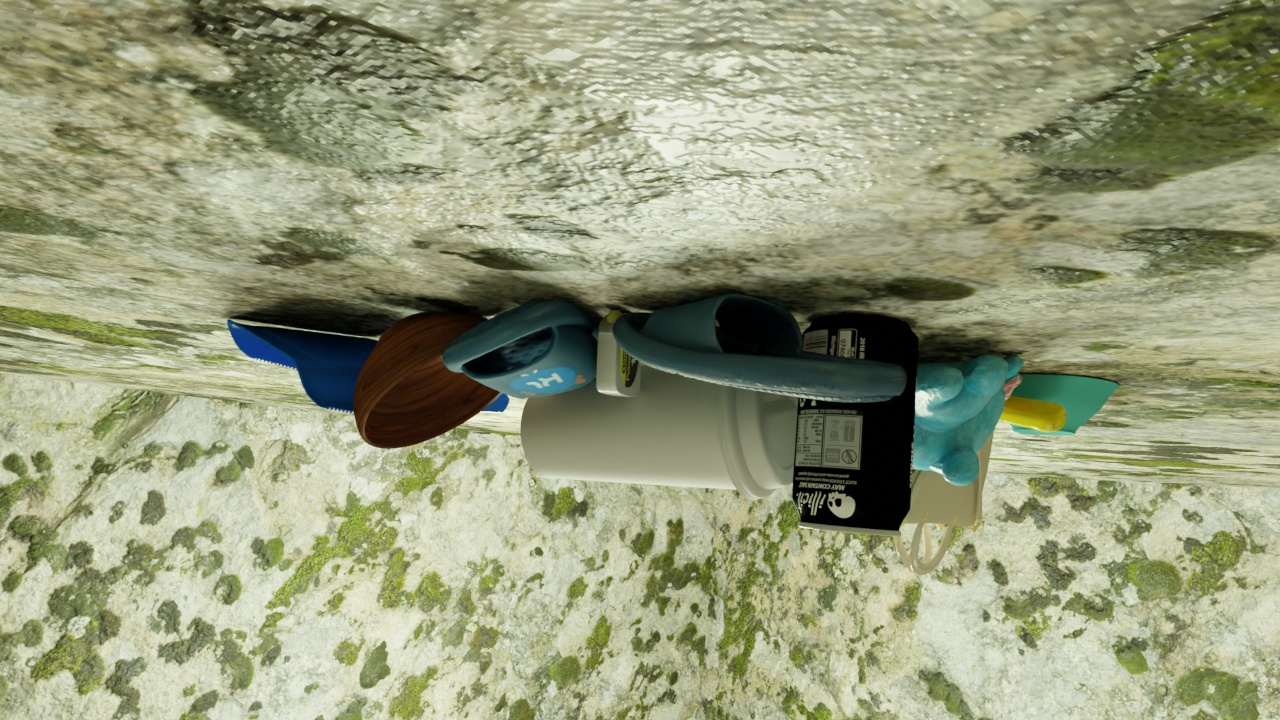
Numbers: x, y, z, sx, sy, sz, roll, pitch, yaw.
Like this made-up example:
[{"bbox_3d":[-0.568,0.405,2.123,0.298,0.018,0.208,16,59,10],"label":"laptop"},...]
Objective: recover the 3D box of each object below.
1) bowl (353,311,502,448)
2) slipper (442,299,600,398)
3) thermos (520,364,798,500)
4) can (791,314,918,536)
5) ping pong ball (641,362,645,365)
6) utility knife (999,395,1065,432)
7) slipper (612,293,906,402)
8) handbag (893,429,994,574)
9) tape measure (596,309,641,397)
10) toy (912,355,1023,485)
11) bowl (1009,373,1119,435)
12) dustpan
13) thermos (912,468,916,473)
[{"bbox_3d":[-0.177,0.003,0.760,0.147,0.069,0.147,-31,161,-12],"label":"bowl"},{"bbox_3d":[-0.075,0.000,0.699,0.104,0.059,0.213,-19,170,15],"label":"slipper"},{"bbox_3d":[0.014,0.053,0.768,0.222,0.131,0.131,-7,168,27],"label":"thermos"},{"bbox_3d":[0.150,0.046,0.641,0.080,0.146,0.080,5,172,1],"label":"can"},{"bbox_3d":[-0.005,0.005,0.833,0.040,0.040,0.040,5,172,1],"label":"ping pong ball"},{"bbox_3d":[0.299,0.037,0.849,0.028,0.020,0.187,-30,-152,-32],"label":"utility knife"},{"bbox_3d":[0.076,-0.013,0.603,0.214,0.059,0.103,14,-171,43],"label":"slipper"},{"bbox_3d":[0.318,0.141,1.039,0.194,0.197,0.101,11,170,-40],"label":"handbag"},{"bbox_3d":[-0.015,-0.005,0.693,0.017,0.064,0.065,3,178,17],"label":"tape measure"},{"bbox_3d":[0.244,0.045,0.742,0.183,0.114,0.181,-15,168,-6],"label":"toy"},{"bbox_3d":[0.375,0.044,0.851,0.121,0.046,0.121,5,172,1],"label":"bowl"},{"bbox_3d":[-0.244,0.015,0.897,0.257,0.059,0.246,5,-173,-37],"label":"dustpan"},{"bbox_3d":[0.192,0.067,0.891,0.106,0.105,0.218,-1,172,39],"label":"thermos"}]
